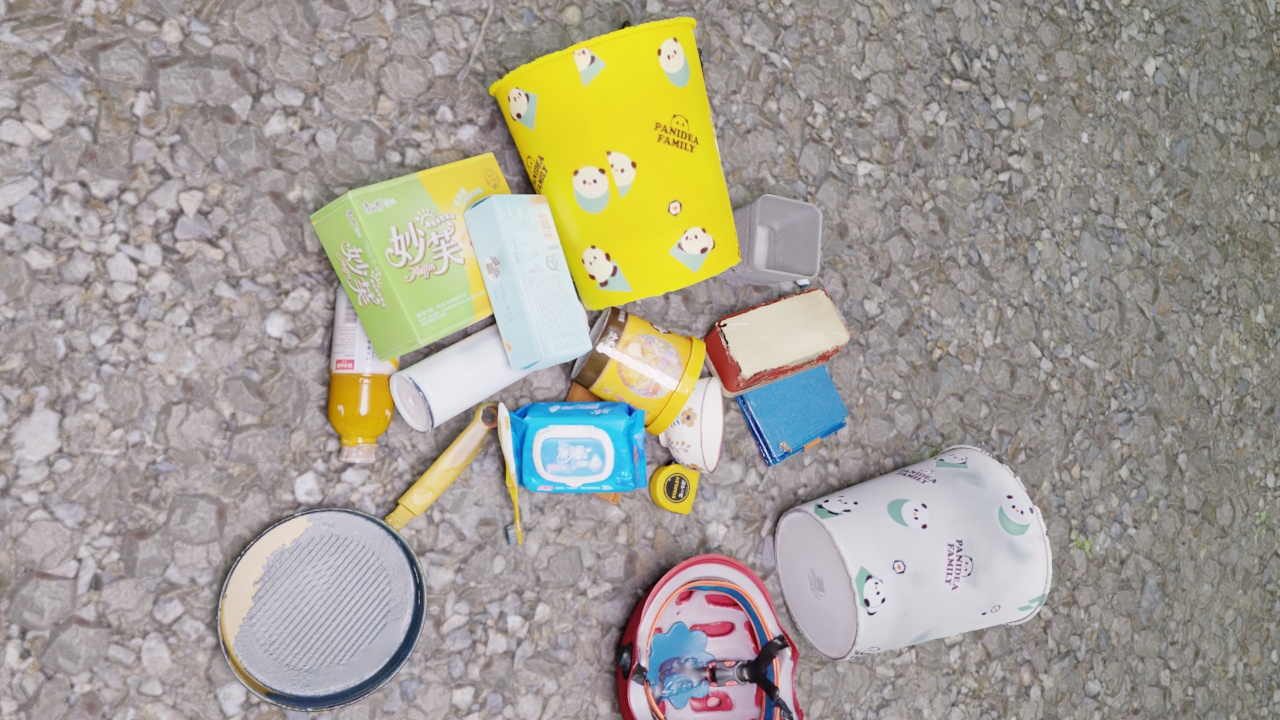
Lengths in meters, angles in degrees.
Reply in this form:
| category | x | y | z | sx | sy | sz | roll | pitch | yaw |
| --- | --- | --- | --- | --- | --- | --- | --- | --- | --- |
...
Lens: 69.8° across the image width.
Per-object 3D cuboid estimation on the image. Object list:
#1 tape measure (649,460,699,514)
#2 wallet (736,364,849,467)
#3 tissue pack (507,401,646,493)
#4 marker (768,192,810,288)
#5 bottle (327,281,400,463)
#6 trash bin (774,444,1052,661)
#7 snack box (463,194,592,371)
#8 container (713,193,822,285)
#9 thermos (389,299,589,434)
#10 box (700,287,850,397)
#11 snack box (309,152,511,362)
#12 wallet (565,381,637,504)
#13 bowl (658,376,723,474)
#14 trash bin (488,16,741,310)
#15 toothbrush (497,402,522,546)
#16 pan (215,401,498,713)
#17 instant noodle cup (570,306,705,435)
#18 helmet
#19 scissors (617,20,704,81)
| category | x | y | z | sx | sy | sz | roll | pitch | yaw |
| --- | --- | --- | --- | --- | --- | --- | --- | --- | --- |
| tape measure | 0.039 | 0.151 | 1.091 | 0.057 | 0.029 | 0.060 | 17 | 80 | -24 |
| wallet | 0.195 | 0.063 | 1.165 | 0.132 | 0.040 | 0.106 | -25 | 89 | -25 |
| tissue pack | -0.071 | 0.093 | 0.969 | 0.157 | 0.052 | 0.095 | -1 | 107 | 8 |
| marker | 0.190 | -0.155 | 1.187 | 0.022 | 0.018 | 0.131 | -31 | 99 | -33 |
| bottle | -0.279 | 0.009 | 0.930 | 0.068 | 0.068 | 0.189 | 6 | 84 | -25 |
| trash bin | 0.317 | 0.241 | 1.119 | 0.251 | 0.230 | 0.229 | -11 | 91 | -19 |
| snack box | -0.113 | -0.079 | 0.922 | 0.074 | 0.052 | 0.175 | -13 | 84 | -50 |
| container | 0.149 | -0.140 | 1.113 | 0.090 | 0.114 | 0.090 | 8 | 84 | -24 |
| thermos | -0.150 | -0.007 | 0.959 | 0.223 | 0.073 | 0.073 | -32 | 100 | -36 |
| box | 0.169 | -0.025 | 1.122 | 0.168 | 0.080 | 0.091 | -18 | 74 | -24 |
| snack box | -0.202 | -0.109 | 0.928 | 0.209 | 0.070 | 0.157 | -34 | 102 | -51 |
| wallet | -0.047 | 0.087 | 1.053 | 0.107 | 0.031 | 0.131 | 26 | 74 | -20 |
| bowl | 0.057 | 0.075 | 1.075 | 0.062 | 0.113 | 0.113 | 0 | 86 | 17 |
| trash bin | -0.014 | -0.203 | 0.991 | 0.229 | 0.230 | 0.255 | -23 | 102 | -25 |
| toothbrush | -0.140 | 0.124 | 0.967 | 0.018 | 0.016 | 0.192 | -19 | 127 | -26 |
| pan | -0.261 | 0.183 | 0.922 | 0.197 | 0.078 | 0.356 | 43 | 71 | -17 |
| instant noodle cup | -0.006 | 0.006 | 1.011 | 0.114 | 0.119 | 0.118 | 27 | 75 | -10 |
| helmet | 0.061 | 0.346 | 1.031 | 0.206 | 0.144 | 0.239 | 1 | 72 | -25 |
| scissors | 0.017 | -0.305 | 1.116 | 0.189 | 0.015 | 0.226 | 41 | 71 | -17 |
